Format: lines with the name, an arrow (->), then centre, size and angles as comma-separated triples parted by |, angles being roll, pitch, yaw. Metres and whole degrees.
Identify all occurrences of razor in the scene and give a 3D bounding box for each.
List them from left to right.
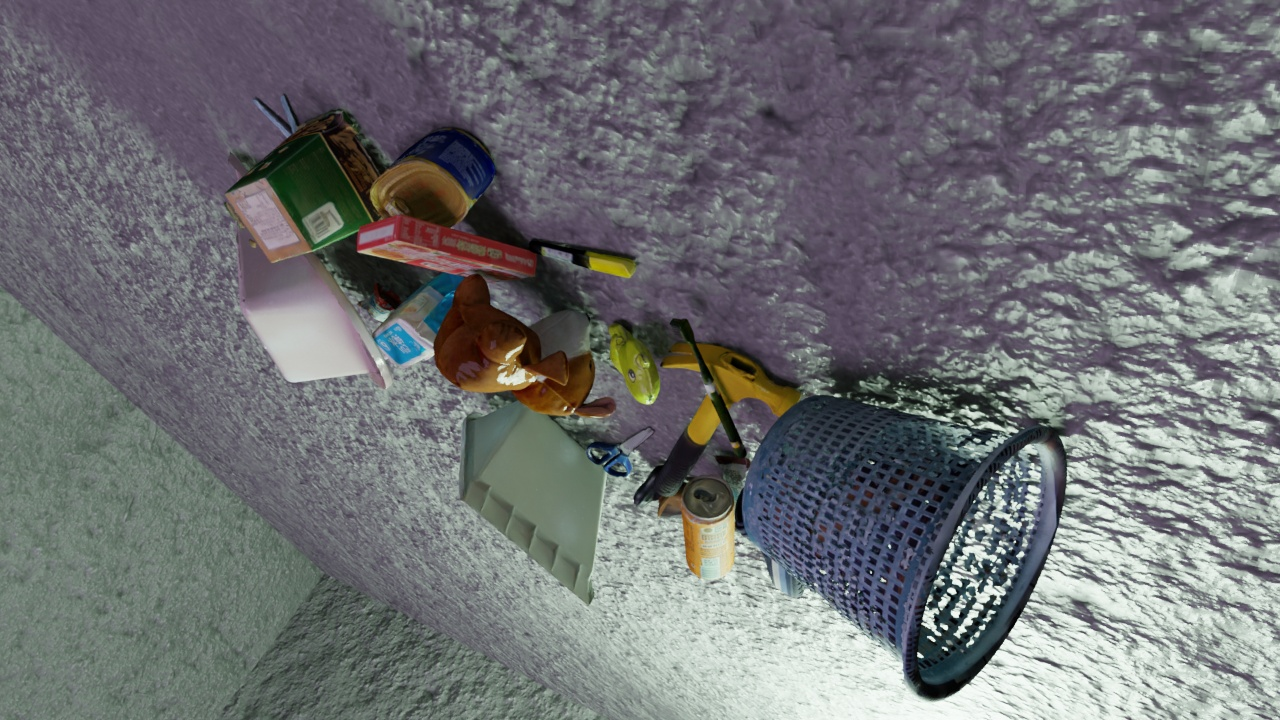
razor -> 0.074, 0.171, 1.102 | 0.168, 0.062, 0.068 | 14, 116, 22

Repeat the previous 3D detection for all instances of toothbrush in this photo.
toothbrush -> 0.065, 0.029, 0.849 | 0.017, 0.012, 0.186 | 13, 144, 39

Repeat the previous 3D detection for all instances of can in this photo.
can -> -0.191, -0.161, 0.838 | 0.074, 0.049, 0.148 | 46, 149, -23
can -> 0.077, 0.189, 1.030 | 0.058, 0.058, 0.146 | 21, 146, 21

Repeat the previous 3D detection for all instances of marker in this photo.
marker -> -0.056, -0.095, 0.843 | 0.124, 0.015, 0.018 | 17, 148, 33

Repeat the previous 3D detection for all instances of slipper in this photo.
slipper -> 0.139, 0.159, 0.949 | 0.095, 0.104, 0.253 | 18, 149, 24

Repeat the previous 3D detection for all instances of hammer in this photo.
hammer -> 0.060, 0.075, 0.960 | 0.129, 0.032, 0.301 | 31, 149, 6

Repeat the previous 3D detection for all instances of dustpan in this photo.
dustpan -> -0.375, -0.087, 1.082 | 0.139, 0.273, 0.223 | -10, 152, -6
dustpan -> -0.155, 0.168, 1.180 | 0.143, 0.257, 0.222 | -28, 118, 33

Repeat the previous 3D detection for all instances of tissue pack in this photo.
tissue pack -> -0.240, -0.044, 1.032 | 0.063, 0.089, 0.140 | 47, 149, -16

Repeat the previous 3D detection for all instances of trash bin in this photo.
trash bin -> 0.201, 0.126, 0.751 | 0.195, 0.226, 0.227 | 25, 154, 42

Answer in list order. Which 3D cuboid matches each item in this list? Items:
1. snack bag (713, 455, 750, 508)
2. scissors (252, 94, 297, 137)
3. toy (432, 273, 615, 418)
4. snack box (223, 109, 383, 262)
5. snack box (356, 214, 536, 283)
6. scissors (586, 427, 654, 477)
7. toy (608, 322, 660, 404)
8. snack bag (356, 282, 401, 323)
snack bag -> 0.112, 0.147, 1.027 | 0.048, 0.026, 0.104 | 4, 122, 36
scissors -> -0.342, -0.216, 0.945 | 0.125, 0.017, 0.134 | 26, 148, 16
toy -> -0.109, -0.009, 0.920 | 0.199, 0.130, 0.140 | 37, -168, -47
snack box -> -0.320, -0.157, 0.885 | 0.118, 0.105, 0.118 | -6, 122, 40
snack box -> -0.179, -0.102, 0.861 | 0.152, 0.025, 0.075 | 11, 170, -43
scissors -> -0.011, 0.116, 1.136 | 0.175, 0.012, 0.105 | -6, 132, 49
toy -> -0.005, 0.005, 0.897 | 0.097, 0.031, 0.100 | 84, 161, -54
snack bag -> -0.324, -0.070, 1.144 | 0.045, 0.026, 0.105 | 38, 154, -16
